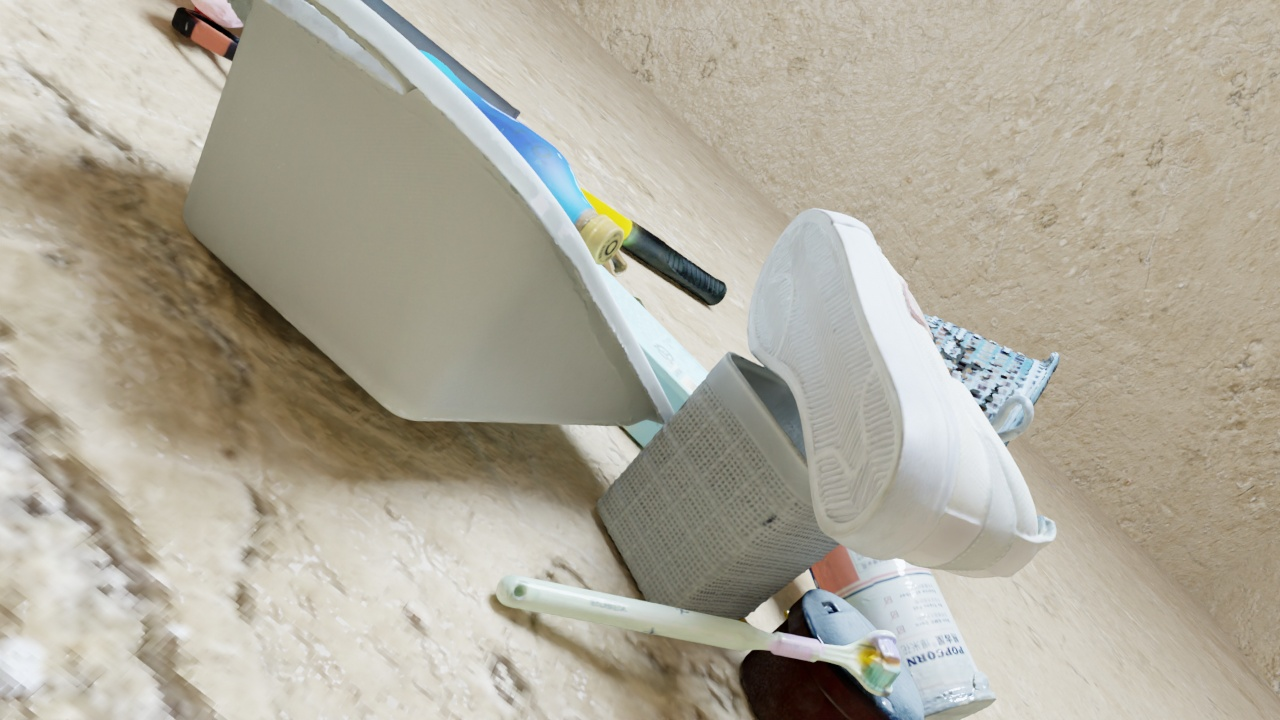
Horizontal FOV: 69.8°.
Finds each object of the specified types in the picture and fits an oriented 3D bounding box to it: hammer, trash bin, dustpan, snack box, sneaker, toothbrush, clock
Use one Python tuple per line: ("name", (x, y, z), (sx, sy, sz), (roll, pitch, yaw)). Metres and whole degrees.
("hammer", (-0.016, -0.132, 0.947), (0.300, 0.033, 0.128), (29, 23, -39))
("trash bin", (0.214, 0.038, 0.808), (0.195, 0.227, 0.226), (35, 15, 18))
("dustpan", (-0.085, -0.074, 0.426), (0.223, 0.143, 0.257), (37, 18, 23))
("snack box", (-0.004, 0.004, 0.626), (0.175, 0.052, 0.074), (46, 16, 5))
("sneaker", (0.114, 0.004, 0.424), (0.090, 0.090, 0.241), (21, 28, -15))
("toothbrush", (0.029, 0.116, 0.398), (0.189, 0.029, 0.020), (16, -18, -16))
("clock", (0.103, 0.173, 0.460), (0.082, 0.055, 0.122), (17, 31, -55))

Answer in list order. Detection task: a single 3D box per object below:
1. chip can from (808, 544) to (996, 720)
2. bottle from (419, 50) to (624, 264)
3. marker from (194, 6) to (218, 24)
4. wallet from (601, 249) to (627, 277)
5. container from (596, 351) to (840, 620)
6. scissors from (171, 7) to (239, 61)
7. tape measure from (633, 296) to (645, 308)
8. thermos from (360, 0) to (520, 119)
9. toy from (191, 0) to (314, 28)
("chip can", (0.134, 0.114, 0.563), (0.071, 0.071, 0.214), (23, 39, -47))
("bottle", (-0.100, -0.140, 0.644), (0.219, 0.065, 0.065), (39, 15, 20))
("marker", (-0.278, -0.286, 0.645), (0.017, 0.017, 0.145), (32, 48, -32))
("wallet", (-0.063, -0.122, 0.776), (0.115, 0.024, 0.087), (41, -4, 18))
("container", (0.049, 0.073, 0.477), (0.090, 0.114, 0.090), (22, 27, -49))
("scissors", (-0.199, -0.165, 0.575), (0.189, 0.015, 0.227), (25, 11, -26))
("tape measure", (-0.014, -0.040, 0.743), (0.057, 0.029, 0.060), (28, 23, -39))
("thermos", (-0.211, -0.257, 0.743), (0.242, 0.069, 0.089), (39, 24, -15))
("toy", (-0.244, -0.254, 0.612), (0.121, 0.054, 0.159), (66, 22, -4))
